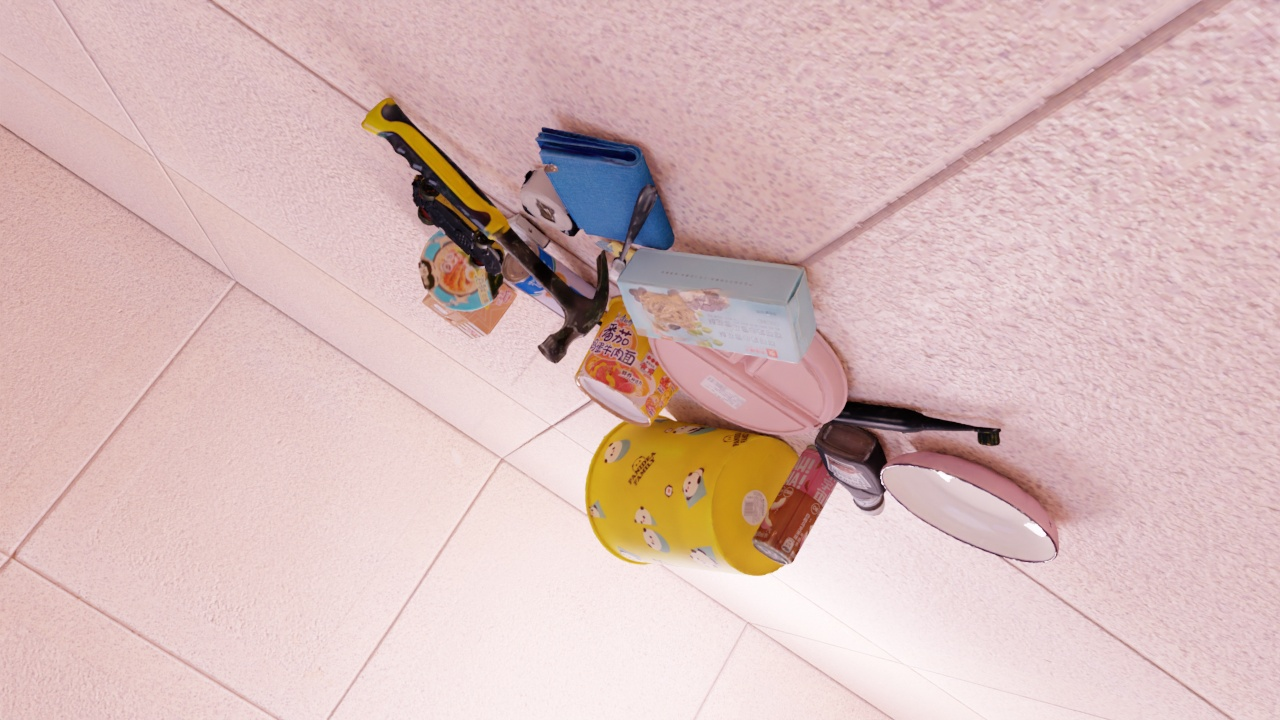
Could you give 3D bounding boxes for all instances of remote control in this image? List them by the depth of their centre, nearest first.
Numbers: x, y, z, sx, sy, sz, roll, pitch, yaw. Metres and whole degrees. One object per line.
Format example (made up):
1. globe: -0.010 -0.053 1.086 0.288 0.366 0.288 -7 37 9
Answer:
1. remote control: -0.151 -0.144 1.091 0.049 0.024 0.125 39 162 -21

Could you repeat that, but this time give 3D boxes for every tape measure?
1. tape measure: -0.087 -0.160 0.915 0.066 0.033 0.066 28 163 12

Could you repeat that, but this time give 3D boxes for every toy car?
1. toy car: -0.214 -0.163 1.091 0.156 0.041 0.071 43 156 4

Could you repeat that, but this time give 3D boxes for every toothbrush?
1. toothbrush: -0.008 -0.113 0.831 0.015 0.018 0.181 24 159 -3
2. toothbrush: 0.263 0.061 0.910 0.026 0.027 0.213 -7 -173 -33

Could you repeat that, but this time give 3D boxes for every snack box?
1. snack box: 0.069 -0.052 0.836 0.175 0.051 0.074 11 143 30
2. snack box: -0.248 -0.090 1.327 0.094 0.077 0.093 39 162 -18

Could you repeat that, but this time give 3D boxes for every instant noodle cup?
1. instant noodle cup: -0.007 0.006 1.104 0.138 0.109 0.138 29 162 10
2. instant noodle cup: -0.234 -0.114 1.206 0.111 0.111 0.120 35 171 -8

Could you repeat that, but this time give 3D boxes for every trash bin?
1. trash bin: 0.086 0.193 1.295 0.229 0.229 0.256 42 156 -28

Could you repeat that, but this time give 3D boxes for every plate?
1. plate: 0.104 0.005 0.963 0.229 0.028 0.230 25 151 15
2. plate: 0.352 0.149 0.974 0.192 0.039 0.193 30 163 10

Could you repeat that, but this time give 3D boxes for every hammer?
1. hammer: -0.161 -0.152 0.979 0.323 0.126 0.032 45 164 -6

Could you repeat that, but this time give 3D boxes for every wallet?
1. wallet: -0.030 -0.152 0.825 0.106 0.040 0.133 16 159 23

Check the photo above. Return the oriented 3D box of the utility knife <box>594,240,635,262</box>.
1. utility knife: 0.024 -0.091 0.950 0.167 0.018 0.031 33 158 16

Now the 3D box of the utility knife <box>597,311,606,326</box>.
1. utility knife: -0.032 -0.039 1.186 0.209 0.015 0.033 40 165 -24

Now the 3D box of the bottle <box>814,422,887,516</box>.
1. bottle: 0.261 0.135 1.097 0.080 0.044 0.195 23 162 33

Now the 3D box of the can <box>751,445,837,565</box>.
1. can: 0.199 0.182 1.157 0.058 0.147 0.058 30 164 10

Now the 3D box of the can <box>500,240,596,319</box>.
1. can: -0.099 -0.086 1.071 0.053 0.053 0.134 19 170 39
